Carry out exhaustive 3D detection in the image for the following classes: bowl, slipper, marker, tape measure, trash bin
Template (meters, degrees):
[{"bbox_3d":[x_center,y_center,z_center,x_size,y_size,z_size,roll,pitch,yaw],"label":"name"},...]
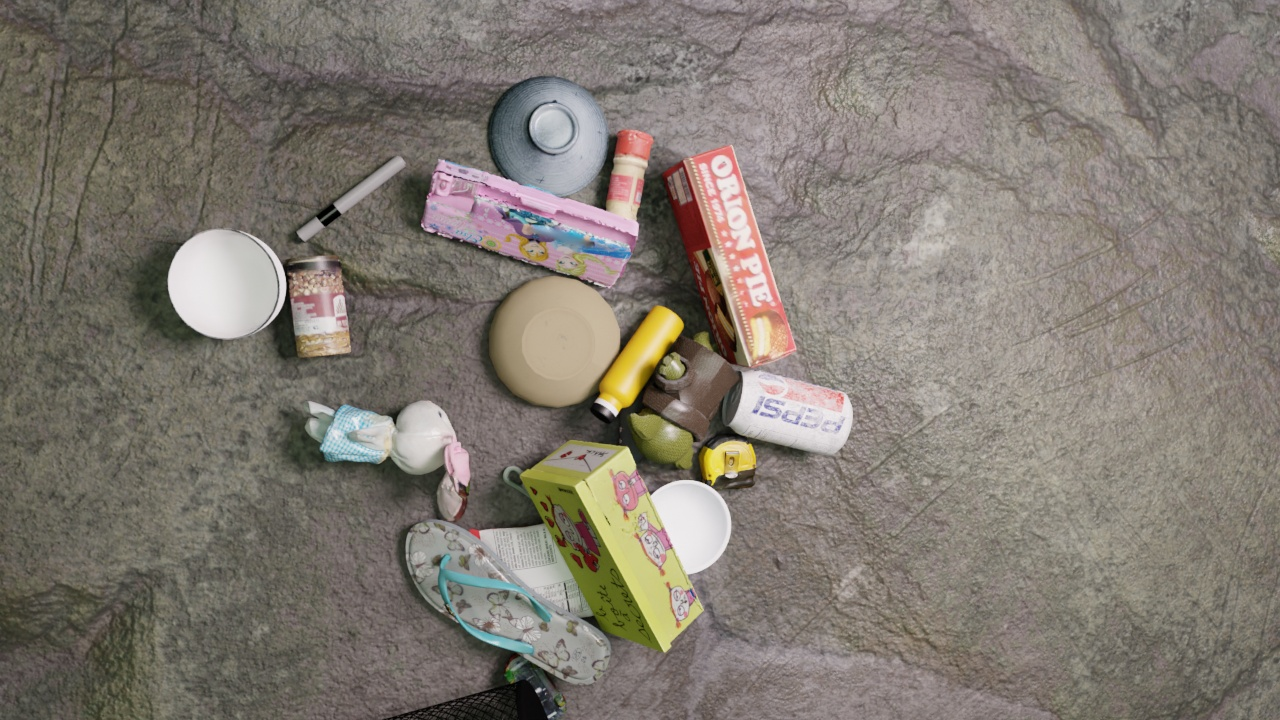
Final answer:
[{"bbox_3d":[0.048,0.191,1.076,0.110,0.040,0.110,-1,94,-10],"label":"bowl"},{"bbox_3d":[-0.158,0.280,1.015,0.269,0.054,0.098,35,107,0],"label":"slipper"},{"bbox_3d":[-0.316,-0.177,1.002,0.140,0.016,0.016,-39,99,-6],"label":"marker"},{"bbox_3d":[-0.094,-0.020,1.033,0.152,0.050,0.152,-1,94,-10],"label":"bowl"},{"bbox_3d":[-0.426,-0.081,0.963,0.113,0.063,0.113,0,98,-3],"label":"bowl"},{"bbox_3d":[0.103,0.119,1.082,0.065,0.037,0.064,-1,94,-10],"label":"tape measure"},{"bbox_3d":[-0.199,0.445,0.968,0.210,0.184,0.184,-20,97,-3],"label":"trash bin"},{"bbox_3d":[-0.098,-0.252,1.014,0.137,0.057,0.137,-1,94,-10],"label":"bowl"}]

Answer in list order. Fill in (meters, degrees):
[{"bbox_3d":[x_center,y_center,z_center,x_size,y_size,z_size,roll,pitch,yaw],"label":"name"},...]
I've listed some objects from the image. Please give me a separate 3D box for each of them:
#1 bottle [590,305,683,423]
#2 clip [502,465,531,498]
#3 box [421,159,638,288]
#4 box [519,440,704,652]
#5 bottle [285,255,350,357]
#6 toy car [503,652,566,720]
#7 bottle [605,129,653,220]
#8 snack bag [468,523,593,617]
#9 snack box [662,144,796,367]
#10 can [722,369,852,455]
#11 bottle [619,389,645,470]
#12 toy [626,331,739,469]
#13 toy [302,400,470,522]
[{"bbox_3d":[-0.006,0.006,1.035,0.043,0.043,0.143,38,71,-10],"label":"bottle"},{"bbox_3d":[-0.125,0.146,1.050,0.076,0.059,0.023,33,86,4],"label":"clip"},{"bbox_3d":[-0.121,-0.142,1.004,0.230,0.053,0.085,17,131,-11],"label":"box"},{"bbox_3d":[-0.029,0.201,1.000,0.080,0.125,0.221,-34,111,-32],"label":"box"},{"bbox_3d":[-0.345,-0.058,0.985,0.056,0.056,0.105,-6,95,-9],"label":"bottle"},{"bbox_3d":[-0.121,0.376,1.061,0.042,0.036,0.091,-33,103,-5],"label":"toy car"},{"bbox_3d":[-0.015,-0.204,1.039,0.044,0.044,0.109,10,93,-10],"label":"bottle"},{"bbox_3d":[-0.113,0.244,1.052,0.144,0.039,0.131,-10,97,-8],"label":"snack bag"},{"bbox_3d":[0.096,-0.113,1.028,0.060,0.113,0.236,-19,96,-9],"label":"snack box"},{"bbox_3d":[0.171,0.060,1.069,0.136,0.078,0.078,14,91,-10],"label":"can"},{"bbox_3d":[-0.009,0.090,1.065,0.030,0.030,0.113,0,94,-10],"label":"bottle"},{"bbox_3d":[0.046,0.043,1.027,0.078,0.179,0.152,28,81,31],"label":"toy"},{"bbox_3d":[-0.269,0.086,1.003,0.205,0.131,0.105,22,58,-2],"label":"toy"}]
